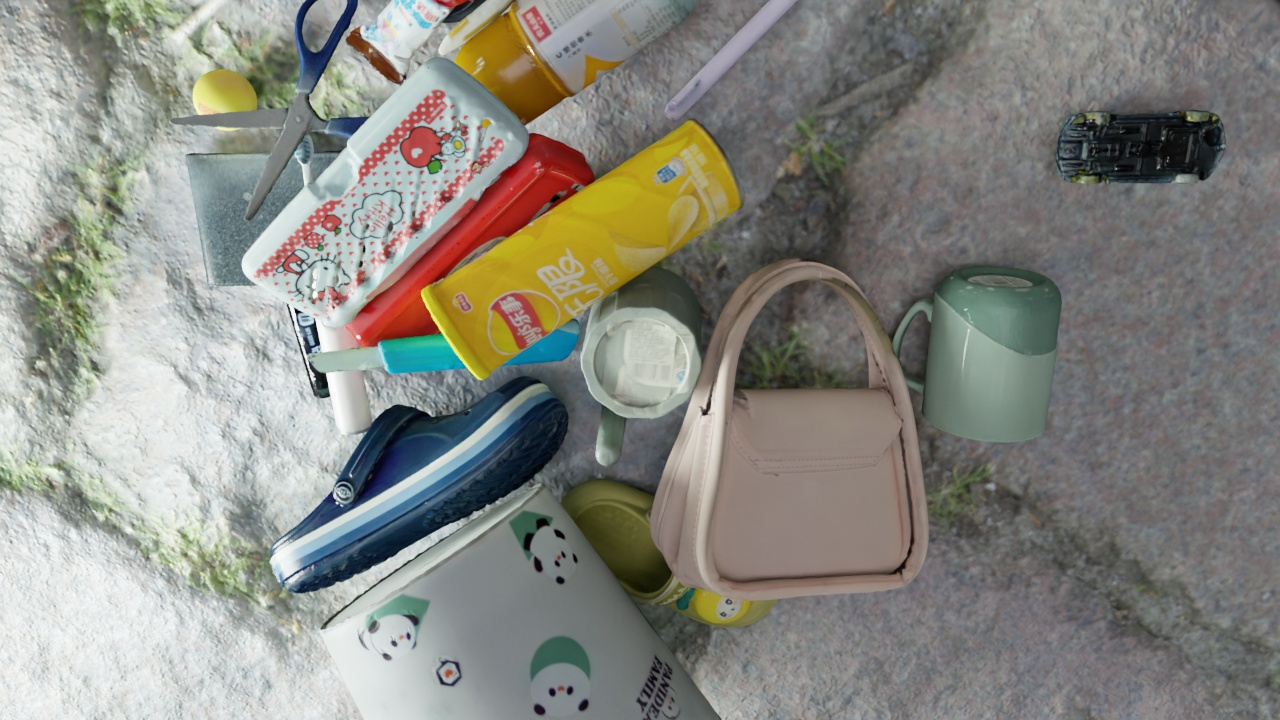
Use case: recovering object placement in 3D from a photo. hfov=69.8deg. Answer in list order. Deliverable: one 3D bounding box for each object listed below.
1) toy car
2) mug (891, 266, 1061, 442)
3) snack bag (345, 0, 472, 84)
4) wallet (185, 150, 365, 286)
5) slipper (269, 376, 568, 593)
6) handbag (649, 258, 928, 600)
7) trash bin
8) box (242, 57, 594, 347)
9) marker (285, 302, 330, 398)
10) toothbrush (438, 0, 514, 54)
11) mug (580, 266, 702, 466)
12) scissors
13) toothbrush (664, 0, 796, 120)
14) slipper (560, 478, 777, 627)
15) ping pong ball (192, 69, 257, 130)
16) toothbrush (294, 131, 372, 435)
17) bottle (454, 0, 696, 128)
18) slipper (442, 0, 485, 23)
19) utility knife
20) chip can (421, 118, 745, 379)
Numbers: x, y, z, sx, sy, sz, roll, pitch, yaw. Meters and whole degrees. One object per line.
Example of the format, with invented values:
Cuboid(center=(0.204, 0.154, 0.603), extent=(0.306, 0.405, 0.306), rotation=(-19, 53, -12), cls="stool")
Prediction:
Cuboid(center=(0.334, -0.143, 0.616), extent=(0.105, 0.031, 0.049), rotation=(1, 110, 4), cls="toy car")
Cuboid(center=(0.233, -0.009, 0.649), extent=(0.112, 0.082, 0.106), rotation=(11, 113, 32), cls="mug")
Cuboid(center=(-0.145, -0.219, 0.582), extent=(0.045, 0.026, 0.106), rotation=(40, 134, -23), cls="snack bag")
Cuboid(center=(-0.261, -0.102, 0.663), extent=(0.121, 0.019, 0.097), rotation=(-1, 109, 0), cls="wallet")
Cuboid(center=(-0.169, 0.083, 0.689), extent=(0.253, 0.105, 0.095), rotation=(-33, 78, 7), cls="slipper")
Cuboid(center=(0.111, 0.046, 0.647), extent=(0.193, 0.093, 0.234), rotation=(1, 96, -26), cls="handbag")
Cuboid(center=(-0.079, 0.241, 0.650), extent=(0.230, 0.229, 0.252), rotation=(-32, 90, 12), cls="trash bin")
Cuboid(center=(-0.140, -0.087, 0.603), extent=(0.201, 0.060, 0.160), rotation=(-39, 145, 20), cls="box")
Cuboid(center=(-0.246, -0.031, 0.671), extent=(0.020, 0.022, 0.132), rotation=(-10, 123, -9), cls="marker")
Cuboid(center=(-0.055, -0.257, 0.590), extent=(0.191, 0.016, 0.018), rotation=(-38, 86, 7), cls="toothbrush")
Cuboid(center=(-0.004, 0.004, 0.645), extent=(0.083, 0.103, 0.124), rotation=(17, 108, -4), cls="mug")
Cuboid(center=(-0.216, -0.169, 0.611), extent=(0.175, 0.012, 0.162), rotation=(4, 93, -21), cls="scissors")
Cuboid(center=(0.087, -0.227, 0.604), extent=(0.189, 0.021, 0.029), rotation=(-41, 65, 16), cls="toothbrush")
Cuboid(center=(0.020, 0.162, 0.713), extent=(0.190, 0.081, 0.092), rotation=(24, 111, -4), cls="slipper")
Cuboid(center=(-0.282, -0.177, 0.624), extent=(0.040, 0.040, 0.040), rotation=(1, 109, 2), cls="ping pong ball")
Cuboid(center=(-0.223, -0.053, 0.657), extent=(0.026, 0.026, 0.221), rotation=(-6, 108, -5), cls="toothbrush")
Cuboid(center=(-0.056, -0.204, 0.591), extent=(0.190, 0.068, 0.068), rotation=(-31, 105, 13), cls="bottle")
Cuboid(center=(-0.108, -0.338, 0.536), extent=(0.110, 0.083, 0.269), rotation=(21, 112, -3), cls="slipper")
Cuboid(center=(-0.135, -0.007, 0.650), extent=(0.191, 0.018, 0.034), rotation=(-6, 129, -23), cls="utility knife")
Cuboid(center=(-0.037, -0.073, 0.607), extent=(0.213, 0.072, 0.072), rotation=(-33, 106, -3), cls="chip can")
